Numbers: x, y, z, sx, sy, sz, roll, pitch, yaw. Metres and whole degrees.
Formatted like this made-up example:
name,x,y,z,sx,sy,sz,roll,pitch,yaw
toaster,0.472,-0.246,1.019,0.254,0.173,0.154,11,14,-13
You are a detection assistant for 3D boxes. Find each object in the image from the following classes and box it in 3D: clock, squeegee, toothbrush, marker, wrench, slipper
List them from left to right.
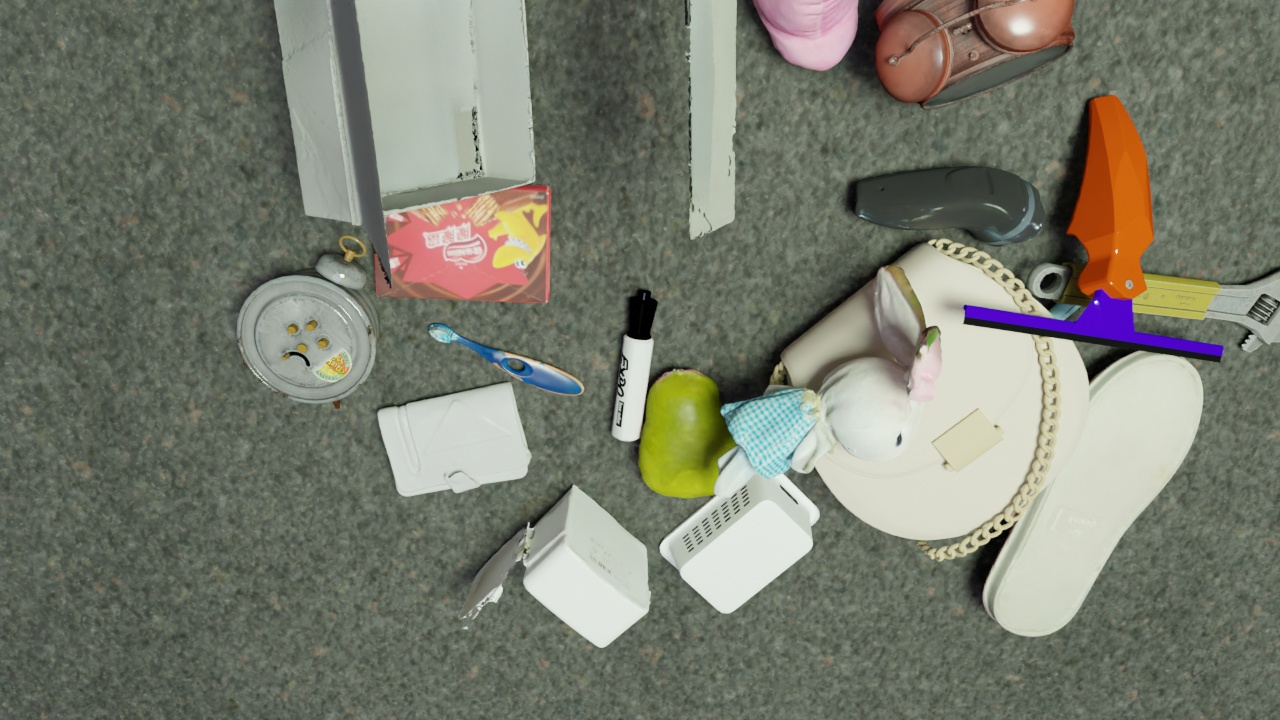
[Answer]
name,x,y,z,sx,sy,sz,roll,pitch,yaw
clock,-0.246,-0.032,0.705,0.104,0.056,0.148,27,109,-11
toothbrush,-0.108,0.000,0.742,0.135,0.017,0.022,23,110,-10
marker,-0.004,0.004,0.742,0.025,0.025,0.126,6,110,-4
clock,0.216,-0.217,0.596,0.121,0.157,0.072,-19,91,33
slipper,0.374,0.111,0.780,0.114,0.054,0.275,21,105,-10
squeegee,0.343,-0.104,0.668,0.249,0.055,0.184,6,79,-21
wrench,0.434,-0.054,0.729,0.273,0.018,0.084,6,116,-10

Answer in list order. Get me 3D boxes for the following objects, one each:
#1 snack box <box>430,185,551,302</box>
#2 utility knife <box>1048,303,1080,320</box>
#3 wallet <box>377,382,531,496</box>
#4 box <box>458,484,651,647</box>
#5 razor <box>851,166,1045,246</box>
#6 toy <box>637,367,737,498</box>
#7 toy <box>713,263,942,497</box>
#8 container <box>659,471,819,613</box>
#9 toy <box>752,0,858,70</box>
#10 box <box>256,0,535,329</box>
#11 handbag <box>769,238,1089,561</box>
name,x,y,z,sx,sy,sz,roll,pitch,yaw
snack box,-0.136,-0.091,0.704,0.133,0.021,0.089,2,110,-2
utility knife,0.348,-0.048,0.742,0.129,0.015,0.022,-45,130,15
wallet,-0.154,0.068,0.758,0.116,0.032,0.086,-14,108,4
box,-0.081,0.188,0.765,0.124,0.108,0.137,41,103,-14
razor,0.231,-0.115,0.697,0.140,0.052,0.064,2,143,4
toy,0.041,0.060,0.751,0.090,0.051,0.110,-5,108,-3
toy,0.137,0.046,0.648,0.206,0.130,0.105,-39,110,19
container,0.088,0.157,0.789,0.129,0.049,0.081,-42,106,13
toy,0.098,-0.314,0.572,0.187,0.127,0.266,-14,111,6
box,-0.140,-0.151,0.498,0.150,0.368,0.167,-3,111,-2
handbag,0.230,0.029,0.730,0.211,0.103,0.208,-39,99,12
